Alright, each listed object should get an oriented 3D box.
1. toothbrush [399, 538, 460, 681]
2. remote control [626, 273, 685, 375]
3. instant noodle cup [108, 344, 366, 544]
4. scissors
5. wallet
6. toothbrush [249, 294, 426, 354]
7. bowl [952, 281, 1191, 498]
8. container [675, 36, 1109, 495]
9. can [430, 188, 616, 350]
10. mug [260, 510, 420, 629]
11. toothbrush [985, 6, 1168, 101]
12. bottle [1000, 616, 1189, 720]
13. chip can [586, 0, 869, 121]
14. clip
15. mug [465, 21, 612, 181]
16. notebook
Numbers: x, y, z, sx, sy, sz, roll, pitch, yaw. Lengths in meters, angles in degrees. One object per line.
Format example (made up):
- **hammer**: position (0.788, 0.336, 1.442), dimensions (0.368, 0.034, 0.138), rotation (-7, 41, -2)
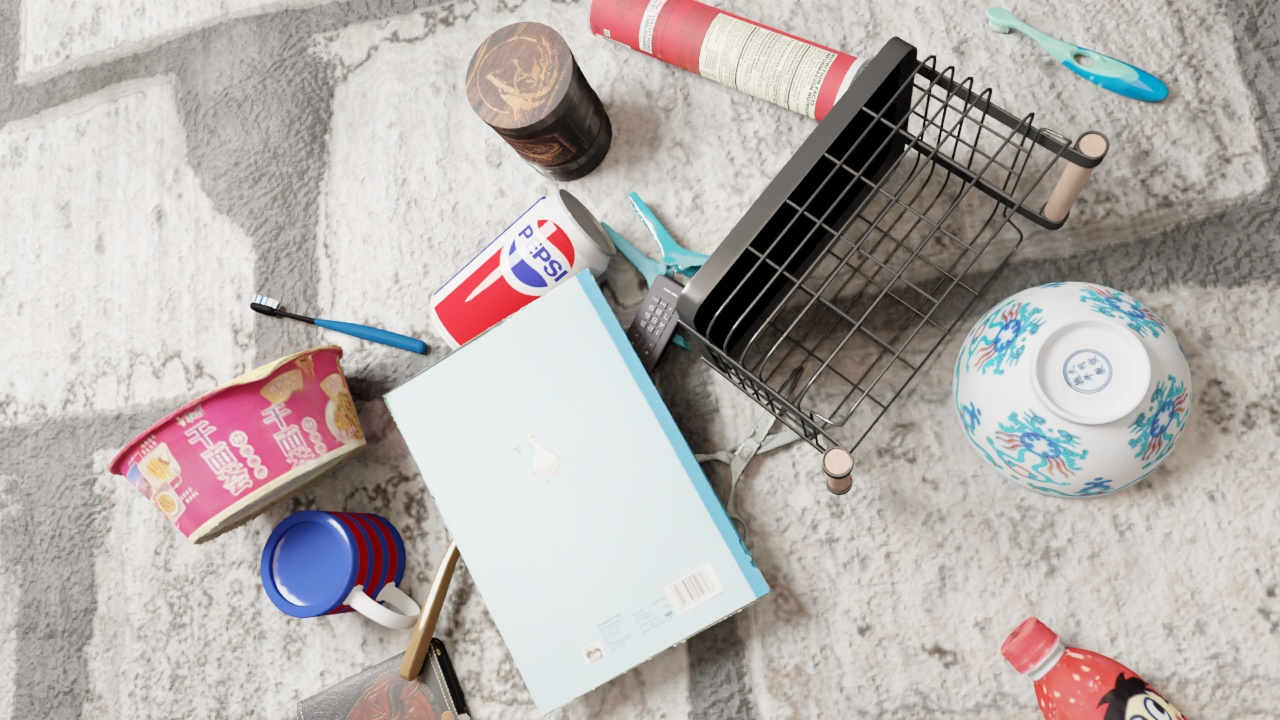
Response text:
- **toothbrush**: position (-0.144, 0.152, 0.679), dimensions (0.016, 0.016, 0.166), rotation (11, 73, 24)
- **remote control**: position (-0.004, 0.004, 0.666), dimensions (0.032, 0.015, 0.136), rotation (34, 105, 23)
- **instant noodle cup**: position (-0.280, 0.067, 0.673), dimensions (0.179, 0.178, 0.077), rotation (-31, 90, 7)
- **scissors**: position (0.059, 0.063, 0.649), dimensions (0.162, 0.014, 0.141), rotation (11, 77, 13)
- **wallet**: position (-0.192, 0.263, 0.680), dimensions (0.123, 0.019, 0.072), rotation (-28, 73, 8)
- **toothbrush**: position (-0.249, -0.029, 0.754), dimensions (0.168, 0.014, 0.014), rotation (13, 72, 15)
- **bowl**: position (0.274, 0.012, 0.573), dimensions (0.144, 0.074, 0.144), rotation (-3, 79, 14)
- **container**: position (0.147, -0.053, 0.568), dimensions (0.130, 0.163, 0.241), rotation (39, 88, 18)
- **can**: position (-0.087, -0.060, 0.677), dimensions (0.132, 0.070, 0.070), rotation (-39, 72, 15)
- **mug**: position (-0.212, 0.160, 0.675), dimensions (0.112, 0.076, 0.075), rotation (35, 90, 18)
- **toothbrush**: position (0.302, -0.213, 0.641), dimensions (0.135, 0.017, 0.022), rotation (33, 89, 16)
- **bottle**: position (0.277, 0.212, 0.542), dimensions (0.137, 0.062, 0.062), rotation (43, 92, 17)
- **chip can**: position (0.062, -0.236, 0.690), dimensions (0.215, 0.052, 0.052), rotation (27, 87, 18)
- **clip**: position (0.011, -0.052, 0.684), dimensions (0.130, 0.031, 0.121), rotation (27, 92, 18)
- **mug**: position (-0.087, -0.195, 0.693), dimensions (0.116, 0.107, 0.080), rotation (21, 85, 18)
- **notebook**: position (-0.050, 0.088, 0.630), dimensions (0.181, 0.009, 0.253), rotation (-31, 80, 9)
